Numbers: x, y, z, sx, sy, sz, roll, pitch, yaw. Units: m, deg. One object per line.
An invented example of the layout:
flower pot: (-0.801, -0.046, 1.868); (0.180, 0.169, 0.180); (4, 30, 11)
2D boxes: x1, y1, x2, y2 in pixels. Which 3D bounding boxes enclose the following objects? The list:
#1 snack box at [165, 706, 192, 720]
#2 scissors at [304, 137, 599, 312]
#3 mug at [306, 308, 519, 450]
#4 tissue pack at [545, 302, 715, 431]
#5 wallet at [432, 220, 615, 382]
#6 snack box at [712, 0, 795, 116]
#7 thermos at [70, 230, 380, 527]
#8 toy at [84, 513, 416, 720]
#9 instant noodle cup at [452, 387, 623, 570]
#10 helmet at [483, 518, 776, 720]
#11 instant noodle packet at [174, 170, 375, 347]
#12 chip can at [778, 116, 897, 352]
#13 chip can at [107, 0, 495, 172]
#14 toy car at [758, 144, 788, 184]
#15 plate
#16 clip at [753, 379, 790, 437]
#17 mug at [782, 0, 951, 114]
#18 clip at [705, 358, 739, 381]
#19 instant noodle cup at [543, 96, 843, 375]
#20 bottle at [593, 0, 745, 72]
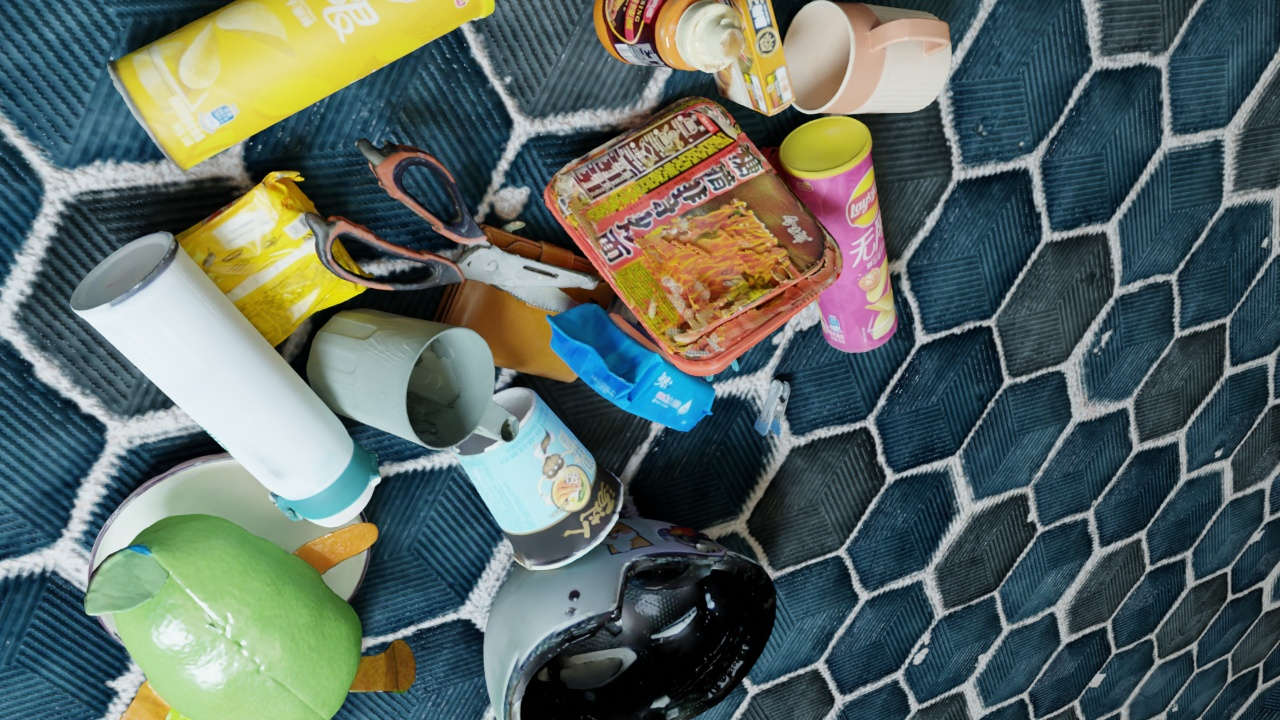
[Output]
snack box: (-0.308, 0.262, 0.734); (0.156, 0.026, 0.086); (-15, 159, -22)
scissors: (-0.117, -0.083, 0.639); (0.201, 0.015, 0.206); (-27, 125, -22)
mug: (-0.158, 0.019, 0.651); (0.124, 0.103, 0.083); (48, 61, -53)
tissue pack: (-0.004, 0.004, 0.716); (0.052, 0.095, 0.157); (-55, 150, 5)
wallet: (-0.086, -0.047, 0.712); (0.130, 0.035, 0.119); (14, 112, -37)
snack box: (0.062, -0.253, 0.648); (0.026, 0.075, 0.154); (-33, 127, -10)
thermos: (-0.252, 0.026, 0.586); (0.073, 0.073, 0.224); (-35, 130, -8)
toy: (-0.273, 0.200, 0.650); (0.226, 0.090, 0.247); (-44, 120, -24)
instant noodle cup: (-0.089, 0.090, 0.743); (0.111, 0.111, 0.120); (-36, 120, -7)
helmet: (-0.026, 0.233, 0.822); (0.273, 0.157, 0.230); (-8, 121, -39)
instant noodle packet: (-0.253, -0.057, 0.603); (0.128, 0.044, 0.111); (-34, 134, -5)
chip can: (0.173, -0.100, 0.782); (0.071, 0.071, 0.211); (-34, 135, -9)
chip can: (-0.195, -0.193, 0.542); (0.213, 0.072, 0.072); (-31, 127, -10)
toy car: (0.095, -0.128, 0.766); (0.049, 0.031, 0.106); (25, 100, -38)
plate: (-0.304, 0.145, 0.690); (0.192, 0.039, 0.193); (-13, 122, -22)
clip: (0.129, 0.045, 0.886); (0.042, 0.026, 0.058); (8, 112, -24)
mug: (0.184, -0.236, 0.704); (0.105, 0.115, 0.081); (-8, 91, -28)
clip: (0.073, -0.008, 0.831); (0.033, 0.013, 0.054); (-20, 126, -19)
instant noodle cup: (0.039, -0.087, 0.682); (0.164, 0.189, 0.079); (-33, 168, -20)
bottle: (0.023, -0.218, 0.598); (0.066, 0.149, 0.067); (-13, 121, -23)
